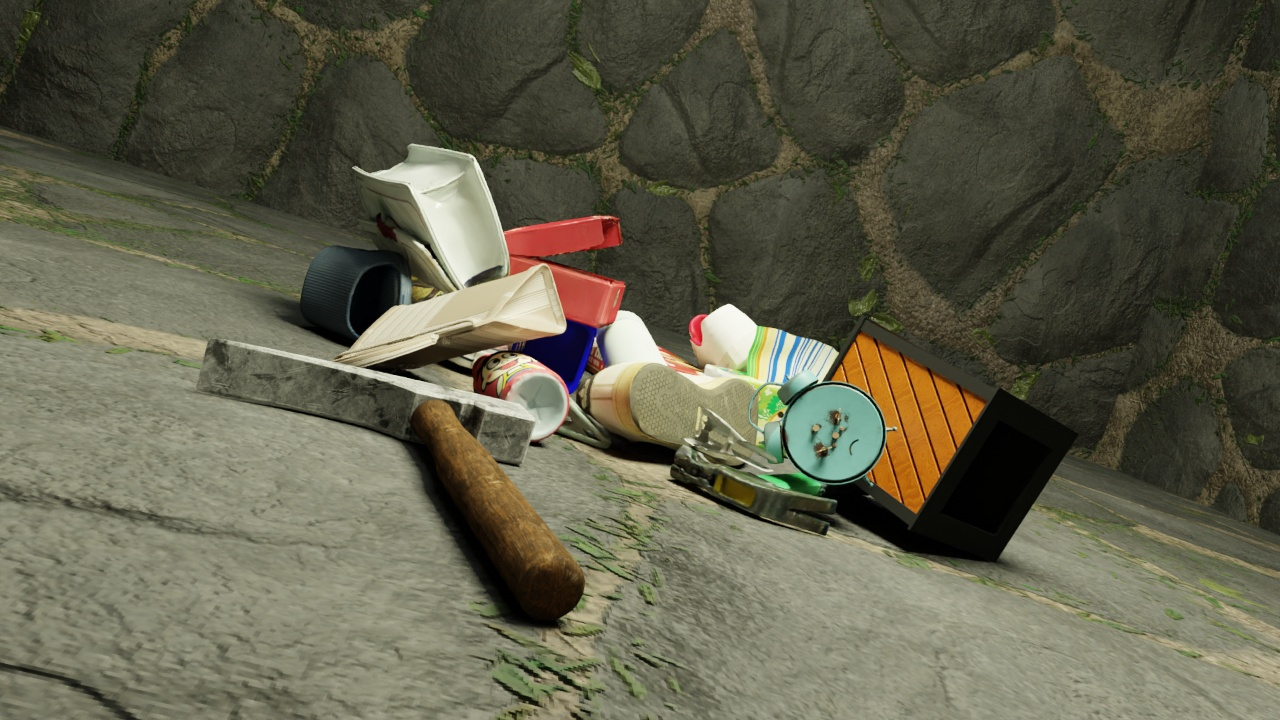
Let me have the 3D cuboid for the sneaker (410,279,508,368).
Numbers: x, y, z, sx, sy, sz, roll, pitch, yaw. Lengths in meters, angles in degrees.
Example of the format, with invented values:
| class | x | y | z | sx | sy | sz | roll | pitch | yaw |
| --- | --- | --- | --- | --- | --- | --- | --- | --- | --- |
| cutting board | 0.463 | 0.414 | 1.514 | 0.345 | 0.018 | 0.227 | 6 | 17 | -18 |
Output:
| class | x | y | z | sx | sy | sz | roll | pitch | yaw |
| --- | --- | --- | --- | --- | --- | --- | --- | --- | --- |
| sneaker | -0.215 | -0.051 | 1.050 | 0.118 | 0.088 | 0.241 | 13 | 5 | -36 |

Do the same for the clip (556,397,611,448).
| class | x | y | z | sx | sy | sz | roll | pitch | yaw |
| --- | --- | --- | --- | --- | --- | --- | --- | --- | --- |
| clip | -0.058 | 0.055 | 0.809 | 0.076 | 0.061 | 0.023 | 32 | 7 | 0 |

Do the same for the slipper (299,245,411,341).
| class | x | y | z | sx | sy | sz | roll | pitch | yaw |
| --- | --- | --- | --- | --- | --- | --- | --- | --- | --- |
| slipper | -0.319 | -0.080 | 0.969 | 0.082 | 0.101 | 0.264 | 13 | 5 | -38 |

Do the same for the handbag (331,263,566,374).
| class | x | y | z | sx | sy | sz | roll | pitch | yaw |
| --- | --- | --- | --- | --- | --- | --- | --- | --- | --- |
| handbag | -0.189 | -0.017 | 0.752 | 0.176 | 0.062 | 0.197 | -12 | 8 | 30 |

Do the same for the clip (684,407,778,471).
| class | x | y | z | sx | sy | sz | roll | pitch | yaw |
| --- | --- | --- | --- | --- | --- | --- | --- | --- | --- |
| clip | 0.065 | 0.070 | 0.783 | 0.054 | 0.043 | 0.102 | 29 | -4 | -35 |

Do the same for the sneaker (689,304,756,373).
| class | x | y | z | sx | sy | sz | roll | pitch | yaw |
| --- | --- | --- | --- | --- | --- | --- | --- | --- | --- |
| sneaker | 0.108 | -0.013 | 1.260 | 0.104 | 0.090 | 0.237 | 52 | -9 | 12 |

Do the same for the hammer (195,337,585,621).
| class | x | y | z | sx | sy | sz | roll | pitch | yaw |
| --- | --- | --- | --- | --- | --- | --- | --- | --- | --- |
| hammer | -0.130 | 0.057 | 0.510 | 0.217 | 0.037 | 0.301 | 15 | 7 | -27 |

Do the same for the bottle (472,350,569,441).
| class | x | y | z | sx | sy | sz | roll | pitch | yaw |
| --- | --- | --- | --- | --- | --- | --- | --- | --- | --- |
| bottle | -0.111 | 0.022 | 0.783 | 0.062 | 0.062 | 0.138 | 14 | 6 | -29 |

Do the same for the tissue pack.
| class | x | y | z | sx | sy | sz | roll | pitch | yaw |
| --- | --- | --- | --- | --- | --- | --- | --- | --- | --- |
| tissue pack | 0.178 | 0.039 | 1.120 | 0.197 | 0.141 | 0.120 | 14 | 7 | -32 |

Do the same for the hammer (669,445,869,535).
| class | x | y | z | sx | sy | sz | roll | pitch | yaw |
| --- | --- | --- | --- | --- | --- | --- | --- | --- | --- |
| hammer | 0.158 | 0.117 | 0.861 | 0.130 | 0.032 | 0.318 | 20 | 5 | 31 |

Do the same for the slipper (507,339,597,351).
| class | x | y | z | sx | sy | sz | roll | pitch | yaw |
| --- | --- | --- | --- | --- | --- | --- | --- | --- | --- |
| slipper | -0.167 | -0.038 | 1.265 | 0.221 | 0.056 | 0.106 | 7 | 5 | 5 |

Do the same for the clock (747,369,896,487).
| class | x | y | z | sx | sy | sz | roll | pitch | yaw |
| --- | --- | --- | --- | --- | --- | --- | --- | --- | --- |
| clock | 0.154 | 0.060 | 0.804 | 0.124 | 0.090 | 0.053 | 24 | -6 | 15 |

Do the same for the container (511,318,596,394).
| class | x | y | z | sx | sy | sz | roll | pitch | yaw |
| --- | --- | --- | --- | --- | --- | --- | --- | --- | --- |
| container | -0.101 | -0.014 | 1.076 | 0.084 | 0.085 | 0.113 | 18 | 4 | -1 |

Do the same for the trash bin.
| class | x | y | z | sx | sy | sz | roll | pitch | yaw |
| --- | --- | --- | --- | --- | --- | --- | --- | --- | --- |
| trash bin | 0.271 | 0.071 | 0.868 | 0.139 | 0.140 | 0.172 | 23 | 10 | -36 |

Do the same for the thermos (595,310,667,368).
| class | x | y | z | sx | sy | sz | roll | pitch | yaw |
| --- | --- | --- | --- | --- | --- | --- | --- | --- | --- |
| thermos | -0.006 | 0.006 | 1.048 | 0.068 | 0.068 | 0.230 | 16 | 17 | -15 |

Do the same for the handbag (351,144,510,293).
| class | x | y | z | sx | sy | sz | roll | pitch | yaw |
| --- | --- | --- | --- | --- | --- | --- | --- | --- | --- |
| handbag | -0.226 | -0.144 | 0.972 | 0.096 | 0.142 | 0.199 | -29 | 29 | -25 |

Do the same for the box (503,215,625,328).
| class | x | y | z | sx | sy | sz | roll | pitch | yaw |
| --- | --- | --- | --- | --- | --- | --- | --- | --- | --- |
| box | -0.087 | -0.094 | 1.031 | 0.137 | 0.127 | 0.157 | -3 | 7 | 6 |

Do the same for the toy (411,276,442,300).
| class | x | y | z | sx | sy | sz | roll | pitch | yaw |
| --- | --- | --- | --- | --- | --- | --- | --- | --- | --- |
| toy | -0.236 | -0.080 | 1.173 | 0.170 | 0.155 | 0.064 | 20 | 51 | 9 |

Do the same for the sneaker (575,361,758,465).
| class | x | y | z | sx | sy | sz | roll | pitch | yaw |
| --- | --- | --- | --- | --- | --- | --- | --- | --- | --- |
| sneaker | 0.028 | 0.053 | 0.892 | 0.102 | 0.089 | 0.241 | -3 | -13 | 36 |

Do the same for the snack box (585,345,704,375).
| class | x | y | z | sx | sy | sz | roll | pitch | yaw |
| --- | --- | --- | --- | --- | --- | --- | --- | --- | --- |
| snack box | 0.011 | 0.016 | 1.252 | 0.113 | 0.060 | 0.236 | 15 | 6 | -25 |
